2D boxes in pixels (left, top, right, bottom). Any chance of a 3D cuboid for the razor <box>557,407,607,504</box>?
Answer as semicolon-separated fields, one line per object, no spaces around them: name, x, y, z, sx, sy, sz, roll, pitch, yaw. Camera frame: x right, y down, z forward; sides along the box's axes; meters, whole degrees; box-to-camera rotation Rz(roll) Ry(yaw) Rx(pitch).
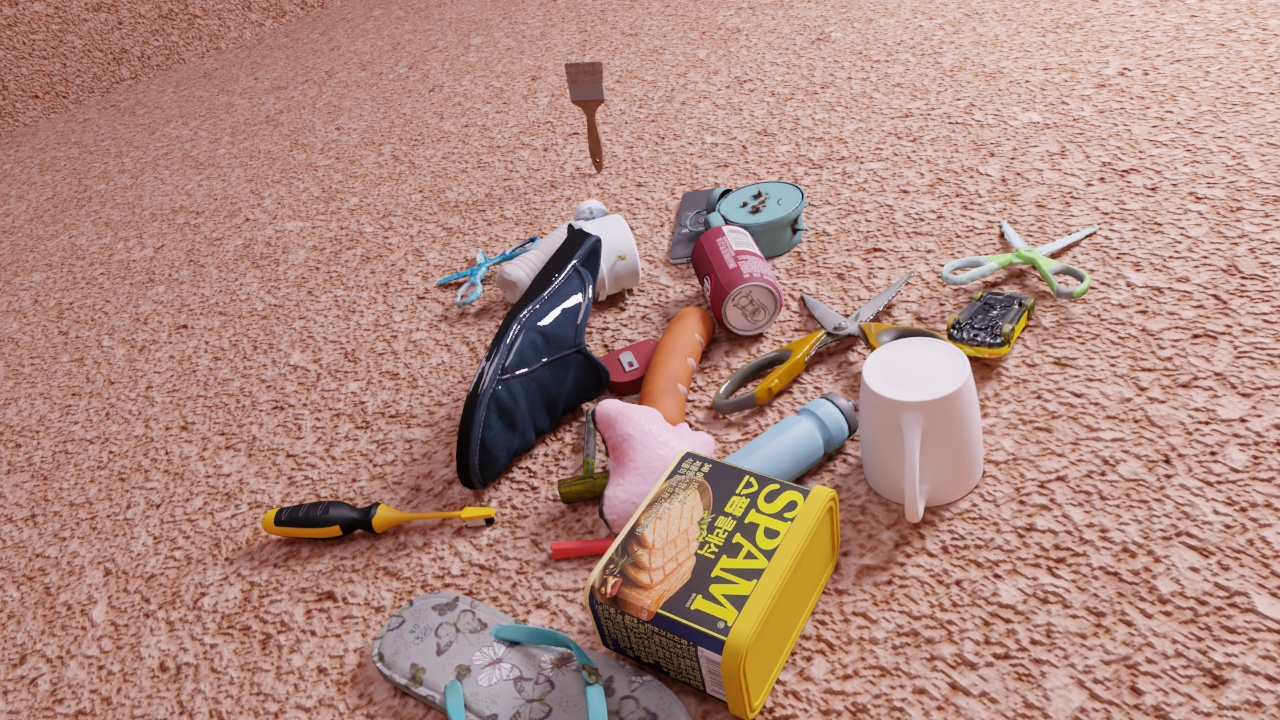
razor;-0.040;0.071;0.726;0.042;0.026;0.105;-14;31;8

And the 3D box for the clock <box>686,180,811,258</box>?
clock;0.108;-0.142;0.927;0.124;0.053;0.089;-4;36;17

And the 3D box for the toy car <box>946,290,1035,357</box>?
toy car;0.277;-0.030;0.723;0.049;0.030;0.106;12;31;35

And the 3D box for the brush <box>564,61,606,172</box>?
brush;-0.061;-0.296;1.127;0.045;0.143;0.008;2;40;11

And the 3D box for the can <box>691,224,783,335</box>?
can;0.086;-0.074;0.832;0.063;0.063;0.114;-16;34;1

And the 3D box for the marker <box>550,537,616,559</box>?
marker;0.006;0.127;0.638;0.142;0.013;0.012;-7;36;13

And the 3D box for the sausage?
sausage;0.029;0.009;0.763;0.044;0.039;0.163;28;42;-6

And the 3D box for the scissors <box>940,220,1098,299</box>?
scissors;0.325;-0.091;0.785;0.166;0.024;0.171;-11;25;8

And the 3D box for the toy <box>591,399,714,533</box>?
toy;0.011;0.073;0.669;0.093;0.050;0.102;-1;64;-14

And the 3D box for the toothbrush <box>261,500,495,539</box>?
toothbrush;-0.207;0.123;0.717;0.197;0.031;0.031;-4;32;13

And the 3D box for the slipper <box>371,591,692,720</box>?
slipper;-0.067;0.192;0.547;0.269;0.055;0.098;17;45;40

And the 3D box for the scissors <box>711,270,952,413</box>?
scissors;0.165;-0.013;0.737;0.224;0.016;0.230;-35;27;-21

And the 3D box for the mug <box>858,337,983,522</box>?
mug;0.183;0.049;0.606;0.081;0.088;0.114;0;38;22

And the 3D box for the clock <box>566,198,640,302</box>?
clock;-0.043;-0.112;0.919;0.057;0.083;0.117;-18;46;-12

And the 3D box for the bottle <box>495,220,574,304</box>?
bottle;-0.092;-0.111;0.973;0.044;0.044;0.136;19;49;40

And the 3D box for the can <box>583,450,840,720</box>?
can;0.046;0.128;0.556;0.104;0.075;0.134;15;47;30

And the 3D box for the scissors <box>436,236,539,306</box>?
scissors;-0.165;-0.102;1.001;0.140;0.011;0.134;-28;27;4

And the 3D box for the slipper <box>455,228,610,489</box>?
slipper;-0.065;-0.003;0.764;0.083;0.109;0.264;18;52;11

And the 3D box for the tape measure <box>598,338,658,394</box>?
tape measure;-0.005;0.005;0.802;0.059;0.019;0.051;-21;35;-6

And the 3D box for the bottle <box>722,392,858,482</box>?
bottle;0.106;0.064;0.659;0.129;0.040;0.040;-31;38;-20

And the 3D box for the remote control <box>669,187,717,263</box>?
remote control;0.061;-0.148;0.993;0.045;0.008;0.146;-6;37;15
